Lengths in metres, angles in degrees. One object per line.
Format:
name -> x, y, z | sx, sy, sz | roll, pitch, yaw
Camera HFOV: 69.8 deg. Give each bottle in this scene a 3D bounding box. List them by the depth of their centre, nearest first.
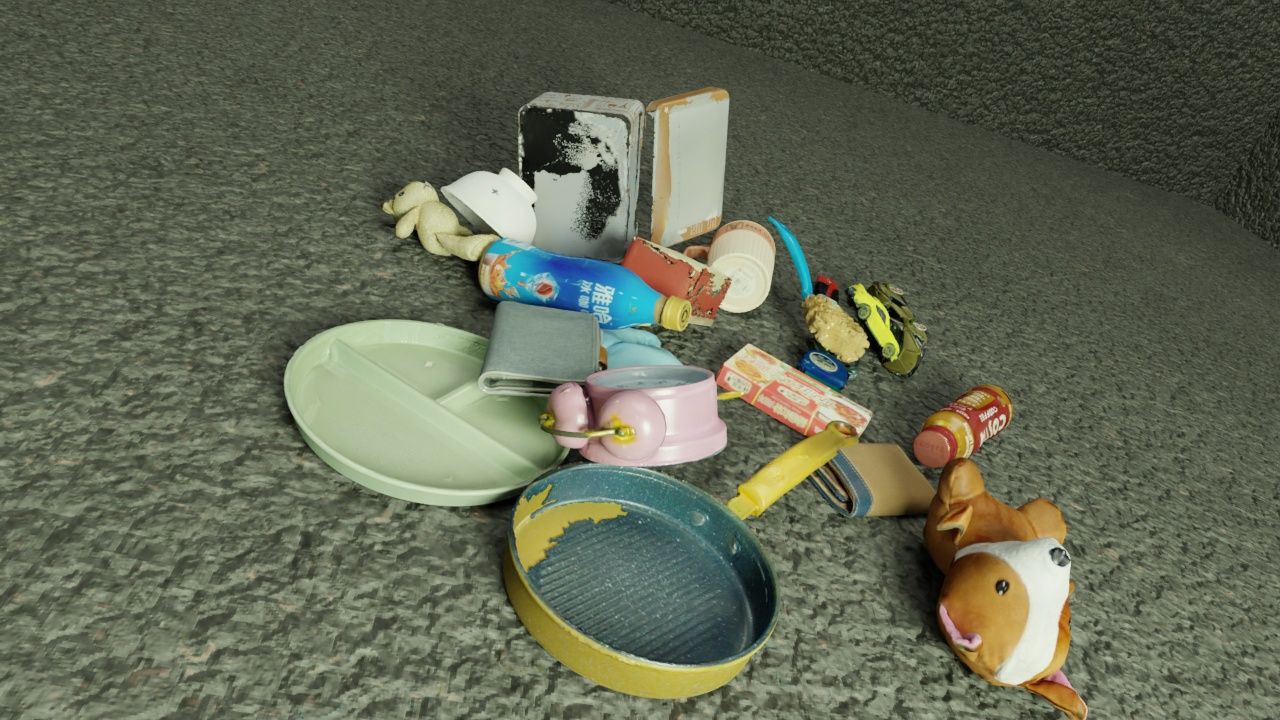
bottle -> -0.054, -0.068, 0.896 | 0.219, 0.065, 0.065 | 16, 25, 23
bottle -> 0.344, 0.072, 0.982 | 0.057, 0.058, 0.174 | 37, 33, 26

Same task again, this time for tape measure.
tape measure -> 0.203, 0.013, 1.023 | 0.058, 0.025, 0.054 | 29, 28, 8

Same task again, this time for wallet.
wallet -> -0.082, -0.006, 0.806 | 0.106, 0.037, 0.129 | 7, 29, -6
wallet -> 0.216, 0.110, 0.862 | 0.115, 0.033, 0.090 | 3, 36, -31

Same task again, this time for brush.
brush -> 0.205, -0.096, 1.113 | 0.083, 0.046, 0.254 | 23, 35, -35

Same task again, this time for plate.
plate -> -0.167, 0.038, 0.739 | 0.230, 0.028, 0.229 | 15, 29, -9

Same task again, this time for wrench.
wrench -> 0.240, -0.051, 1.164 | 0.056, 0.016, 0.272 | 22, 29, -5

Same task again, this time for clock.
clock -> -0.005, 0.042, 0.704 | 0.158, 0.060, 0.117 | -14, 16, -43

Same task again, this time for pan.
pan -> 0.058, 0.119, 0.695 | 0.198, 0.078, 0.356 | 39, 34, 29

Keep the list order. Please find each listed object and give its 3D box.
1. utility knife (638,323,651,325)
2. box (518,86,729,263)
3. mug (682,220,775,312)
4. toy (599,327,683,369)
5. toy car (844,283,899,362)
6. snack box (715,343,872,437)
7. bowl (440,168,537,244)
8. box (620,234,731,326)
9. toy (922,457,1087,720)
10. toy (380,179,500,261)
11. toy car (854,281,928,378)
utility knife -> -0.031, -0.046, 0.988 | 0.204, 0.021, 0.031 | 6, 31, -34
box -> -0.012, -0.217, 1.065 | 0.270, 0.180, 0.134 | -7, 30, -16
mug -> 0.108, -0.118, 1.132 | 0.114, 0.082, 0.105 | 8, 30, 6
toy -> -0.005, 0.005, 0.877 | 0.156, 0.050, 0.161 | 21, 24, 21
toy car -> 0.275, -0.045, 1.072 | 0.105, 0.032, 0.048 | 54, 8, -22
snack box -> 0.159, 0.039, 0.950 | 0.153, 0.026, 0.075 | 31, 30, 17
bowl -> -0.152, -0.169, 1.000 | 0.118, 0.064, 0.118 | 39, -7, 5
box -> 0.042, -0.090, 0.984 | 0.091, 0.076, 0.168 | 29, 9, 15
toy -> 0.288, 0.173, 0.722 | 0.140, 0.131, 0.199 | 27, 39, -2
toy -> -0.208, -0.143, 0.977 | 0.157, 0.066, 0.105 | 31, 24, 31
toy car -> 0.310, -0.040, 1.136 | 0.042, 0.070, 0.158 | 11, 30, -17
